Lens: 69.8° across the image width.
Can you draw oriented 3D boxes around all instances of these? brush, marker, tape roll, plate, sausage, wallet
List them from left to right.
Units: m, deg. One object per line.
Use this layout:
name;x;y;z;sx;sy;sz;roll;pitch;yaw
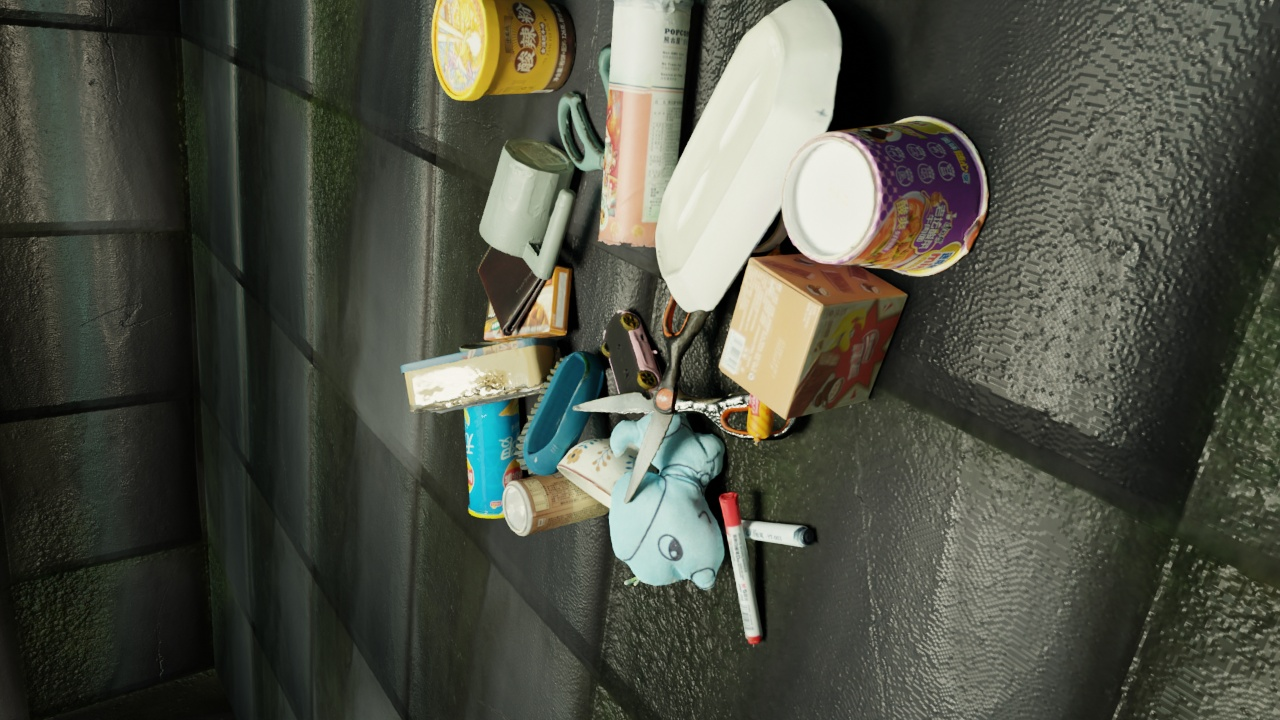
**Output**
wallet;-0.147;-0.101;1.052;0.096;0.020;0.122;-56;41;26
brush;-0.077;0.053;0.955;0.074;0.055;0.143;-18;43;57
plate;0.070;-0.157;0.722;0.161;0.034;0.267;-98;28;-42
marker;0.090;0.186;0.816;0.017;0.017;0.145;9;115;52
tape roll;0.095;-0.133;0.764;0.086;0.013;0.086;15;109;51
marker;0.102;0.152;0.813;0.131;0.018;0.022;-5;102;54
sausage;0.103;-0.013;0.745;0.021;0.021;0.165;2;85;53

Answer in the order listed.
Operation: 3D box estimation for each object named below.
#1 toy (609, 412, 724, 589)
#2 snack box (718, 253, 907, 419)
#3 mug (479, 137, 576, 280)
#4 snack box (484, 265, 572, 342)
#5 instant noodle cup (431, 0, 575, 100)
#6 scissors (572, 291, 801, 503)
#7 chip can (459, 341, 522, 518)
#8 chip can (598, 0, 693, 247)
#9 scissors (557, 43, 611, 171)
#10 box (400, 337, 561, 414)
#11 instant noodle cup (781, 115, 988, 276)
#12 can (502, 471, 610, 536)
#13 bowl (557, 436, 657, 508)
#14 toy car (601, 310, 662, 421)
toy;0.022;0.130;0.837;0.161;0.156;0.050;39;174;12
snack box;0.126;-0.021;0.678;0.077;0.094;0.093;40;127;42
mug;-0.111;-0.163;0.977;0.124;0.083;0.104;51;132;38
snack box;-0.131;-0.063;1.059;0.154;0.026;0.075;-4;79;54
instant noodle cup;-0.140;-0.329;0.953;0.119;0.114;0.118;14;108;51
scissors;0.037;0.020;0.806;0.234;0.021;0.220;2;81;31
chip can;-0.183;0.085;1.136;0.071;0.071;0.210;11;106;52
chip can;0.003;-0.212;0.823;0.071;0.071;0.215;26;118;48
scissors;-0.028;-0.231;0.905;0.176;0.019;0.173;60;138;28
box;-0.183;0.020;1.041;0.184;0.089;0.062;-9;86;12
instant noodle cup;0.157;-0.110;0.616;0.112;0.099;0.111;12;105;51
can;-0.084;0.147;0.978;0.059;0.116;0.058;15;109;52
bowl;-0.020;0.113;0.916;0.114;0.113;0.062;16;66;51
toy car;-0.005;0.005;0.912;0.056;0.037;0.122;-51;44;42
